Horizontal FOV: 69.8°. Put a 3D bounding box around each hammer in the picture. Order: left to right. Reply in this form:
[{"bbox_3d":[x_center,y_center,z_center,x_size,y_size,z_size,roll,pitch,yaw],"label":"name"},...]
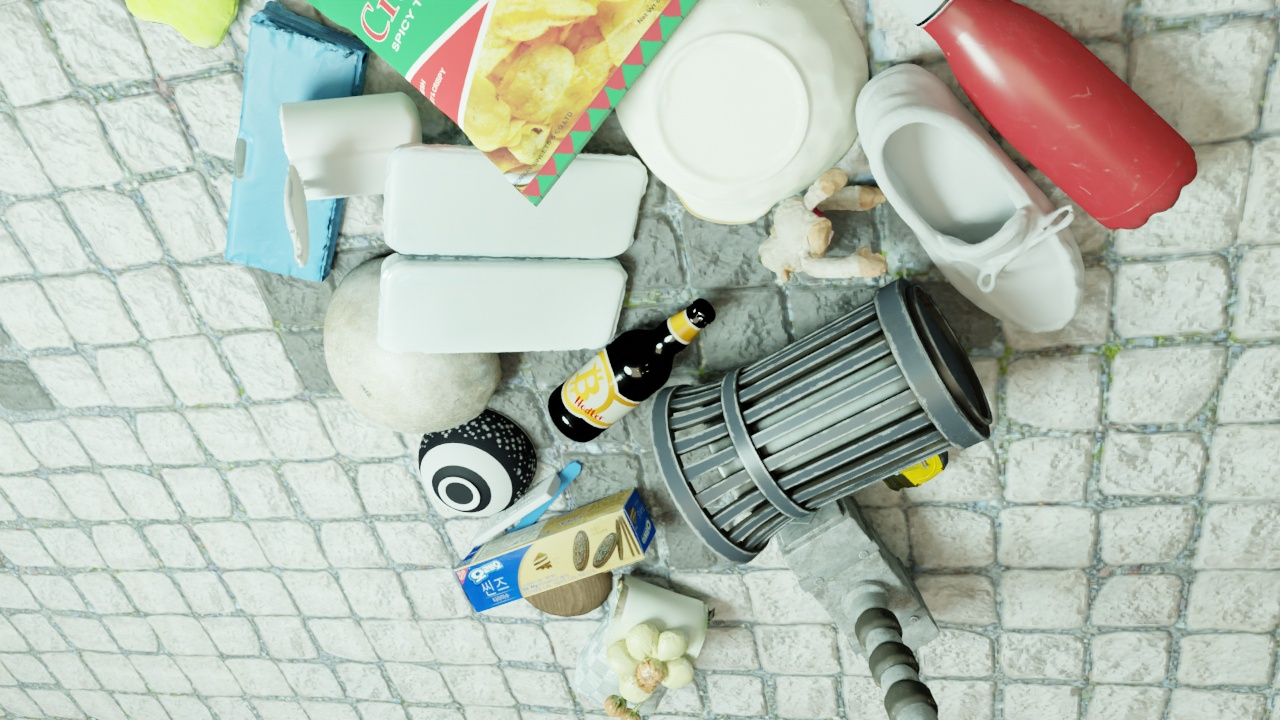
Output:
[{"bbox_3d":[0.208,0.248,0.765,0.079,0.325,0.177,-35,111,12],"label":"hammer"}]

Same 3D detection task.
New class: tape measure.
[{"bbox_3d":[0.238,0.083,0.817,0.064,0.037,0.065,-27,113,28],"label":"tape measure"}]

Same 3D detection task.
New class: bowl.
[{"bbox_3d":[-0.224,0.002,0.830,0.178,0.081,0.179,14,126,20],"label":"bowl"},{"bbox_3d":[-0.170,0.112,0.919,0.120,0.066,0.120,7,125,9],"label":"bowl"},{"bbox_3d":[-0.091,0.246,1.013,0.118,0.030,0.118,7,125,9],"label":"bowl"},{"bbox_3d":[0.067,-0.187,0.663,0.188,0.060,0.220,9,126,8],"label":"bowl"}]

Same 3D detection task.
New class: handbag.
[{"bbox_3d":[-0.005,0.326,0.990,0.112,0.123,0.172,21,120,-8],"label":"handbag"}]

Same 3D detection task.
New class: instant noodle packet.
[{"bbox_3d":[-0.110,-0.262,0.626,0.252,0.090,0.196,41,112,-3],"label":"instant noodle packet"}]

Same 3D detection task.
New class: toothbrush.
[{"bbox_3d":[-0.109,0.158,0.968,0.016,0.014,0.167,34,124,-10],"label":"toothbrush"}]

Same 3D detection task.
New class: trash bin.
[{"bbox_3d":[0.148,0.045,0.744,0.228,0.163,0.164,-30,112,25],"label":"trash bin"}]

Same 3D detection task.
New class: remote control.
[{"bbox_3d":[-0.130,0.157,0.955,0.012,0.033,0.131,44,126,-14],"label":"remote control"}]

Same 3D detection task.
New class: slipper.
[{"bbox_3d":[0.246,-0.106,0.665,0.112,0.074,0.247,-22,126,43],"label":"slipper"}]

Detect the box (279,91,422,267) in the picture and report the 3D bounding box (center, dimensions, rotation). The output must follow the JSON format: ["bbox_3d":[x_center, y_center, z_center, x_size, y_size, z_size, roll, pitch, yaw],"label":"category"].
[{"bbox_3d":[-0.212,-0.138,0.688,0.106,0.150,0.080,-8,144,-14],"label":"box"}]

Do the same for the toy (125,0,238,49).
[{"bbox_3d":[-0.346,-0.302,0.695,0.092,0.046,0.115,24,119,-4],"label":"toy"}]

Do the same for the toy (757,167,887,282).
[{"bbox_3d":[0.133,-0.089,0.706,0.074,0.085,0.106,14,154,-33],"label":"toy"}]

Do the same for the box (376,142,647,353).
[{"bbox_3d":[-0.104,-0.084,0.740,0.208,0.037,0.189,0,131,-23],"label":"box"}]

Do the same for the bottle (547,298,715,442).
[{"bbox_3d":[-0.005,0.005,0.810,0.059,0.059,0.182,42,123,-15],"label":"bottle"}]

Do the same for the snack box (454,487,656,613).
[{"bbox_3d":[-0.089,0.198,0.944,0.207,0.056,0.057,-23,99,19],"label":"snack box"}]

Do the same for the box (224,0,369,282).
[{"bbox_3d":[-0.292,-0.169,0.768,0.093,0.052,0.232,23,126,-4],"label":"box"}]

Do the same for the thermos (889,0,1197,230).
[{"bbox_3d":[0.261,-0.184,0.609,0.240,0.073,0.073,37,124,-11],"label":"thermos"}]
